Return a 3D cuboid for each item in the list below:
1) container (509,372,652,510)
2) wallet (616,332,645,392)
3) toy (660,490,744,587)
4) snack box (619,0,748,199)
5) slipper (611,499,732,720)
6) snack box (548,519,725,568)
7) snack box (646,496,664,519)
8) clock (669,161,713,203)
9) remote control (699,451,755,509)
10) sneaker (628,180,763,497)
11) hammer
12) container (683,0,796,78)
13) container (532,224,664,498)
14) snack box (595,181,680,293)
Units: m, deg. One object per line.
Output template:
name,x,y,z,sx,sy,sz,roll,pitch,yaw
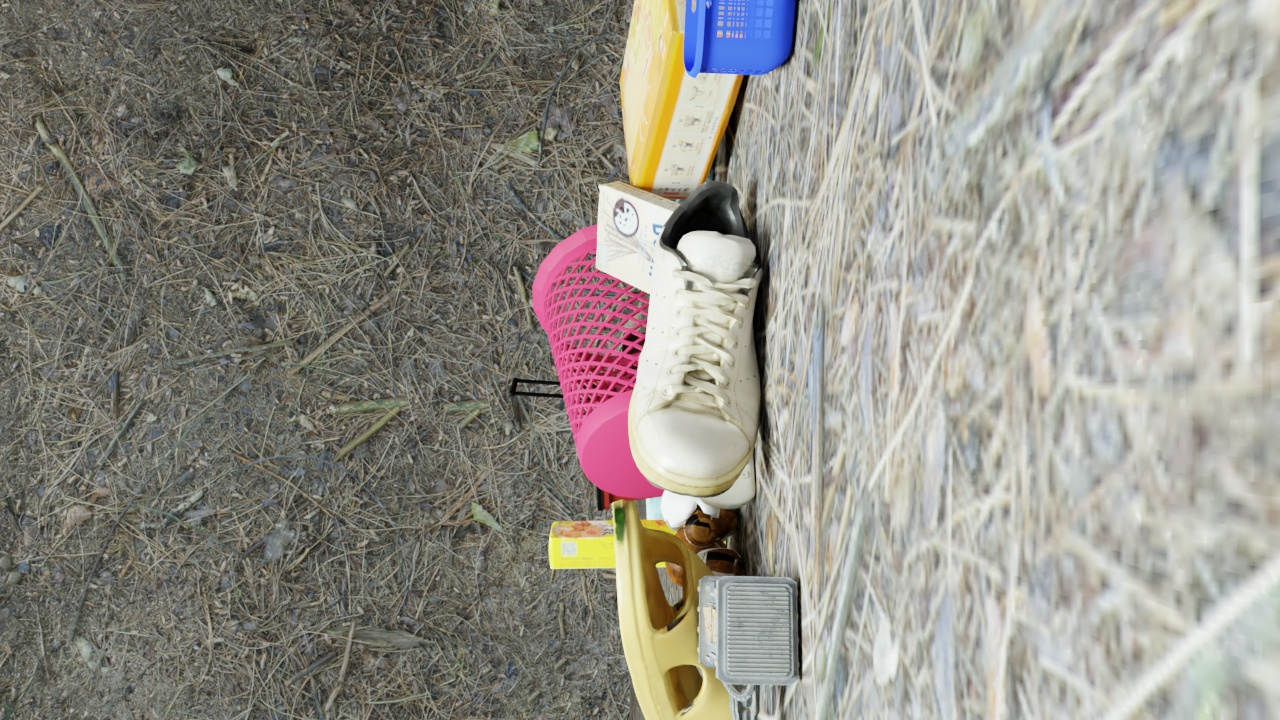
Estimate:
container,-0.039,0.083,1.015,0.148,0.201,0.127,-93,2,-68
wallet,0.020,0.004,1.033,0.115,0.091,0.018,-91,4,-60
toy,0.048,0.124,0.705,0.087,0.067,0.112,95,-175,-60
snack box,0.038,-0.254,0.781,0.196,0.080,0.145,109,159,-61
slipper,0.040,0.208,0.625,0.099,0.078,0.264,-86,-18,-59
snack box,-0.003,0.156,0.783,0.040,0.148,0.029,-93,2,-78
snack box,0.033,0.148,1.108,0.174,0.053,0.075,-91,2,-66
clock,0.048,-0.182,0.954,0.129,0.052,0.090,-100,12,-83
remote control,0.060,0.045,0.655,0.018,0.038,0.125,97,174,-61
sneaker,0.047,-0.027,0.613,0.103,0.089,0.241,109,169,-49
hammer,0.056,0.281,0.490,0.098,0.044,0.321,101,170,-77
container,0.061,-0.225,0.571,0.114,0.058,0.096,-94,6,-70
container,-0.005,0.005,0.881,0.225,0.183,0.184,-101,11,-46
snack box,0.020,-0.095,0.785,0.150,0.026,0.082,29,126,38
